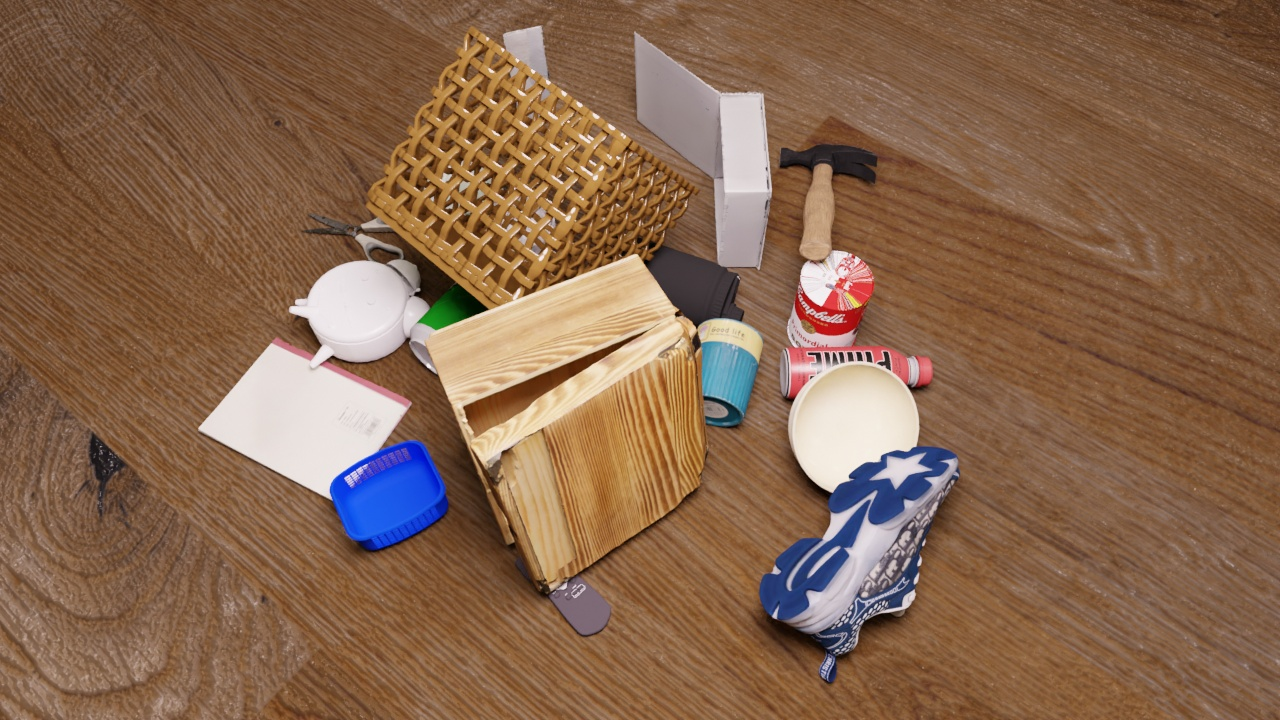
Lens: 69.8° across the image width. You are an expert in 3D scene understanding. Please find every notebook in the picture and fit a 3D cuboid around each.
[{"bbox_3d":[-0.406,0.068,1.115,0.209,0.012,0.152,24,62,14],"label":"notebook"}]

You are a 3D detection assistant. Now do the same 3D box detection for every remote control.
[{"bbox_3d":[-0.083,0.249,1.005,0.046,0.009,0.124,-40,67,-20],"label":"remote control"}]

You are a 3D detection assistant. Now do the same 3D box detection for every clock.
[{"bbox_3d":[-0.351,-0.067,1.156,0.160,0.073,0.125,-18,60,-11],"label":"clock"}]

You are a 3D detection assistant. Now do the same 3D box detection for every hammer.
[{"bbox_3d":[0.237,-0.209,1.182,0.132,0.040,0.304,4,34,11],"label":"hammer"}]

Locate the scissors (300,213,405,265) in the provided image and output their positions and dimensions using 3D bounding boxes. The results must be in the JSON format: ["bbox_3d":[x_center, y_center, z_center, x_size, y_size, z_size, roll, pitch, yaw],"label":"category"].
[{"bbox_3d":[-0.378,-0.180,1.259,0.154,0.013,0.163,-38,66,-12],"label":"scissors"}]

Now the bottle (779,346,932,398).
[{"bbox_3d":[0.261,0.014,1.108,0.176,0.062,0.062,-1,60,0],"label":"bottle"}]

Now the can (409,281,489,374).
[{"bbox_3d":[-0.213,-0.049,1.137,0.088,0.088,0.139,31,65,17],"label":"can"}]

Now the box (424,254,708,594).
[{"bbox_3d":[-0.056,0.067,0.952,0.244,0.280,0.168,-25,52,-14],"label":"box"}]

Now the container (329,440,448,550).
[{"bbox_3d":[-0.279,0.155,1.035,0.114,0.058,0.096,-27,63,-14],"label":"container"}]

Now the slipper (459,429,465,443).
[{"bbox_3d":[-0.144,0.041,1.097,0.190,0.092,0.082,-38,26,-29],"label":"slipper"}]

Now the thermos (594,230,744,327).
[{"bbox_3d":[0.039,-0.097,1.162,0.199,0.086,0.086,20,62,12],"label":"thermos"}]

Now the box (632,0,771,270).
[{"bbox_3d":[0.072,-0.352,1.262,0.119,0.167,0.478,-20,62,-10],"label":"box"}]

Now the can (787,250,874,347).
[{"bbox_3d":[0.231,-0.065,1.122,0.086,0.117,0.086,0,60,0],"label":"can"}]

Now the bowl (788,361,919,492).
[{"bbox_3d":[0.232,0.075,1.051,0.150,0.075,0.151,0,93,-11],"label":"bowl"}]

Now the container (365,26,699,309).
[{"bbox_3d":[-0.111,-0.183,1.024,0.219,0.251,0.214,39,101,16],"label":"container"}]

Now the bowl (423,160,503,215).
[{"bbox_3d":[-0.245,-0.232,1.260,0.117,0.061,0.117,0,59,0],"label":"bowl"}]

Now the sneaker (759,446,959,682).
[{"bbox_3d":[0.254,0.209,0.972,0.269,0.103,0.132,-42,111,-18],"label":"sneaker"}]

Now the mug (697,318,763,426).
[{"bbox_3d":[0.083,0.016,1.106,0.114,0.083,0.107,1,60,27],"label":"mug"}]

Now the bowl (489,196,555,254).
[{"bbox_3d":[-0.166,-0.171,1.227,0.105,0.054,0.104,1,60,-1],"label":"bowl"}]
